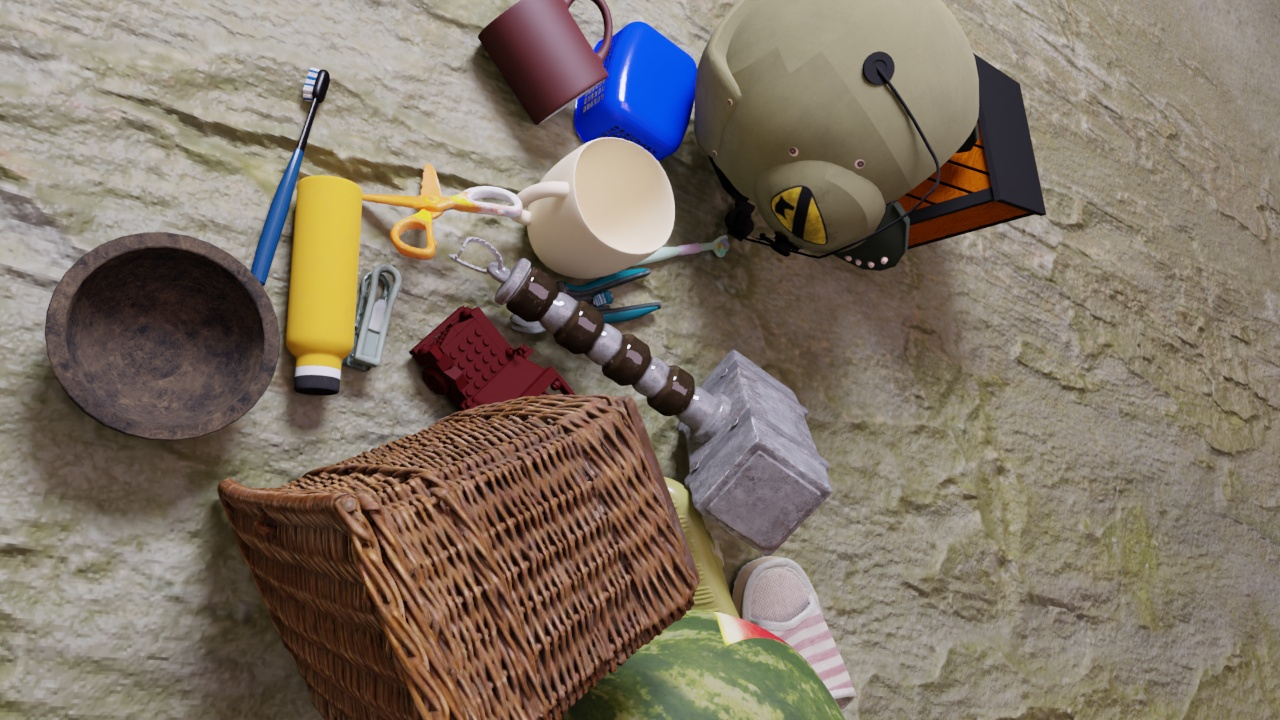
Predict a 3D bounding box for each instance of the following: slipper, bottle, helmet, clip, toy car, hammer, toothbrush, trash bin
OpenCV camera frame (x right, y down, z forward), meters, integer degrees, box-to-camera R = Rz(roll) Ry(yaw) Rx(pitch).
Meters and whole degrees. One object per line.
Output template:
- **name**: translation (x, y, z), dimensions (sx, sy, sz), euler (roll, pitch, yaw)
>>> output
- **slipper**: translation (0.028, 0.174, 0.742), dimensions (0.081, 0.092, 0.190), euler (-64, 138, -73)
- **bottle**: translation (-0.213, -0.049, 0.618), dimensions (0.043, 0.043, 0.143), euler (8, 75, -36)
- **helmet**: translation (0.158, -0.215, 0.791), dimensions (0.233, 0.256, 0.249), euler (50, 59, -19)
- **clip**: translation (-0.188, -0.030, 0.644), dimensions (0.023, 0.044, 0.076), euler (21, 68, -34)
- **toy car**: translation (-0.090, 0.039, 0.682), dimensions (0.170, 0.062, 0.070), euler (53, 54, -16)
- **hammer**: translation (-0.004, 0.004, 0.712), dimensions (0.326, 0.080, 0.176), euler (35, 19, -14)
- **toothbrush**: translation (-0.241, -0.128, 0.631), dimensions (0.014, 0.014, 0.167), euler (11, 73, 0)
- **slipper**: translation (0.146, 0.305, 0.812), dimensions (0.114, 0.052, 0.263), euler (-12, 88, -40)
- **trash bin**: translation (0.293, -0.200, 0.939), dimensions (0.139, 0.172, 0.139), euler (-2, 81, -50)
- **toothbrush**: translation (0.024, -0.097, 0.828), dimensions (0.154, 0.015, 0.022), euler (-13, 120, -39)
- **helmet**: translation (0.027, 0.289, 0.616), dimensions (0.247, 0.213, 0.243), euler (39, 80, -3)

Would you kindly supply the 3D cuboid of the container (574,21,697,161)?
- **container**: translation (0.000, -0.235, 0.813), dimensions (0.096, 0.058, 0.114), euler (26, 65, -31)

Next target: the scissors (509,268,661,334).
- **scissors**: translation (-0.042, -0.052, 0.767), dimensions (0.133, 0.019, 0.145), euler (32, 64, -26)

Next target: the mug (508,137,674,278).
- **mug**: translation (-0.049, -0.114, 0.722), dimensions (0.120, 0.100, 0.096), euler (4, 76, -35)

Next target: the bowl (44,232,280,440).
- **bowl**: translation (-0.285, -0.010, 0.546), dimensions (0.121, 0.056, 0.121), euler (9, 75, -36)

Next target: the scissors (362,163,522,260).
- **scissors**: translation (-0.145, -0.111, 0.660), dimensions (0.131, 0.011, 0.125), euler (-4, 42, -13)

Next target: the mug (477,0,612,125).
- **mug**: translation (-0.065, -0.256, 0.748), dimensions (0.105, 0.073, 0.082), euler (-37, 104, -11)

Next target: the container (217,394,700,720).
- **container**: translation (-0.103, 0.110, 0.527), dimensions (0.182, 0.251, 0.162), euler (-26, 100, -34)
